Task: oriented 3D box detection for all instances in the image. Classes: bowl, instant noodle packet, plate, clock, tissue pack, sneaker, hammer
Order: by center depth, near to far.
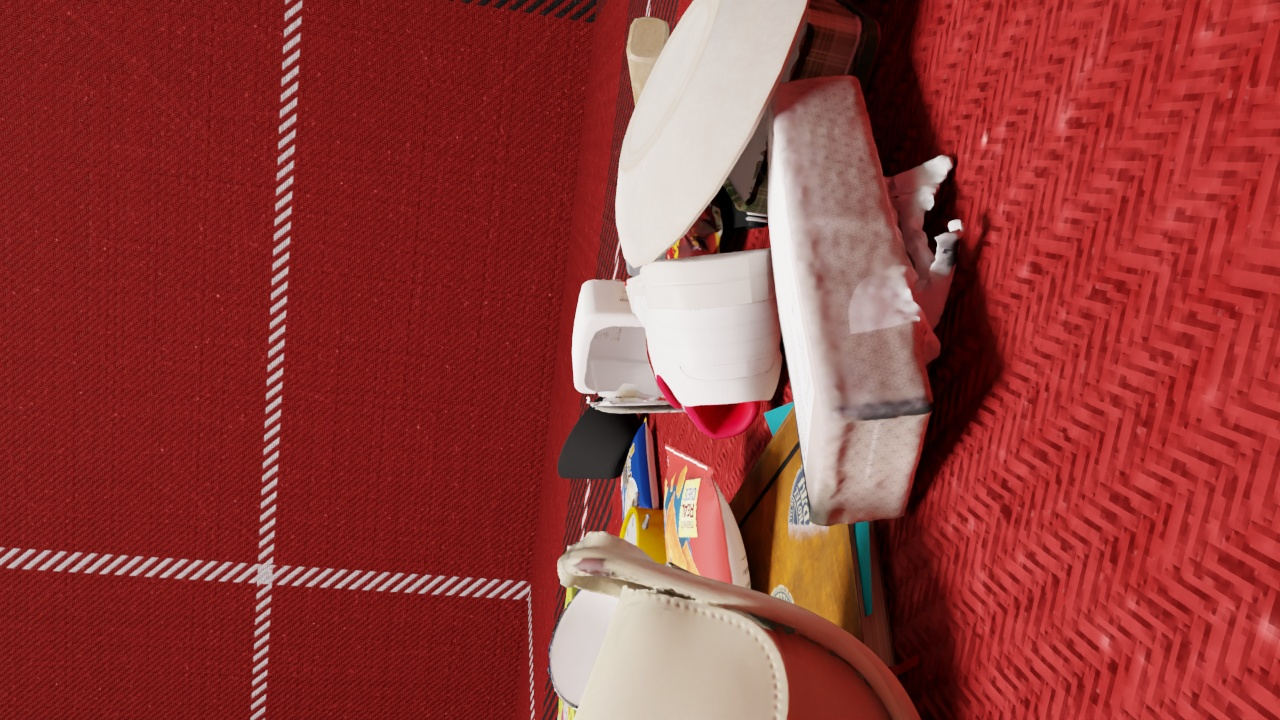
[{"bbox_3d":[0.092,-0.033,0.387,0.104,0.071,0.181,82,-171,-53],"label":"tissue pack"},{"bbox_3d":[0.026,-0.139,0.473,0.189,0.027,0.188,-56,19,31],"label":"plate"},{"bbox_3d":[0.042,-0.006,0.574,0.236,0.090,0.104,-157,60,-87],"label":"sneaker"},{"bbox_3d":[-0.003,0.211,0.666,0.117,0.065,0.116,-29,35,23],"label":"bowl"},{"bbox_3d":[0.041,-0.085,0.726,0.136,0.039,0.098,89,179,-49],"label":"instant noodle packet"},{"bbox_3d":[0.011,-0.175,0.773,0.323,0.051,0.117,82,-164,-75],"label":"hammer"},{"bbox_3d":[0.000,0.202,0.824,0.113,0.052,0.152,-135,54,-79],"label":"clock"},{"bbox_3d":[0.000,0.136,0.944,0.134,0.026,0.087,-95,17,-49],"label":"instant noodle packet"},{"bbox_3d":[-0.032,0.093,1.017,0.123,0.052,0.124,-47,-21,-25],"label":"bowl"}]

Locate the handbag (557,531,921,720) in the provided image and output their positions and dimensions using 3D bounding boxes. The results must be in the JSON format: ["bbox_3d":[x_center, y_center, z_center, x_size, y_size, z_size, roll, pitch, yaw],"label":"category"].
[{"bbox_3d":[0.028,0.186,0.299,0.132,0.184,0.228,120,171,-64],"label":"handbag"}]

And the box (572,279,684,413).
[{"bbox_3d":[-0.003,0.009,0.788,0.130,0.110,0.103,-94,12,-51],"label":"box"}]

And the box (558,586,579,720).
[{"bbox_3d":[-0.039,0.315,0.906,0.220,0.082,0.125,-103,20,-61],"label":"box"}]

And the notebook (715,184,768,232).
[{"bbox_3d":[0.081,-0.200,0.678,0.149,0.016,0.207,-138,54,-80],"label":"notebook"}]

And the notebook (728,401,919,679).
[{"bbox_3d":[0.077,0.117,0.501,0.250,0.014,0.178,109,164,-56],"label":"notebook"}]

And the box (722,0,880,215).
[{"bbox_3d":[0.072,-0.176,0.550,0.205,0.050,0.118,-109,32,-54],"label":"box"}]

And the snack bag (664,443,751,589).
[{"bbox_3d":[0.038,0.126,0.547,0.131,0.039,0.144,-177,80,-81],"label":"snack bag"}]
